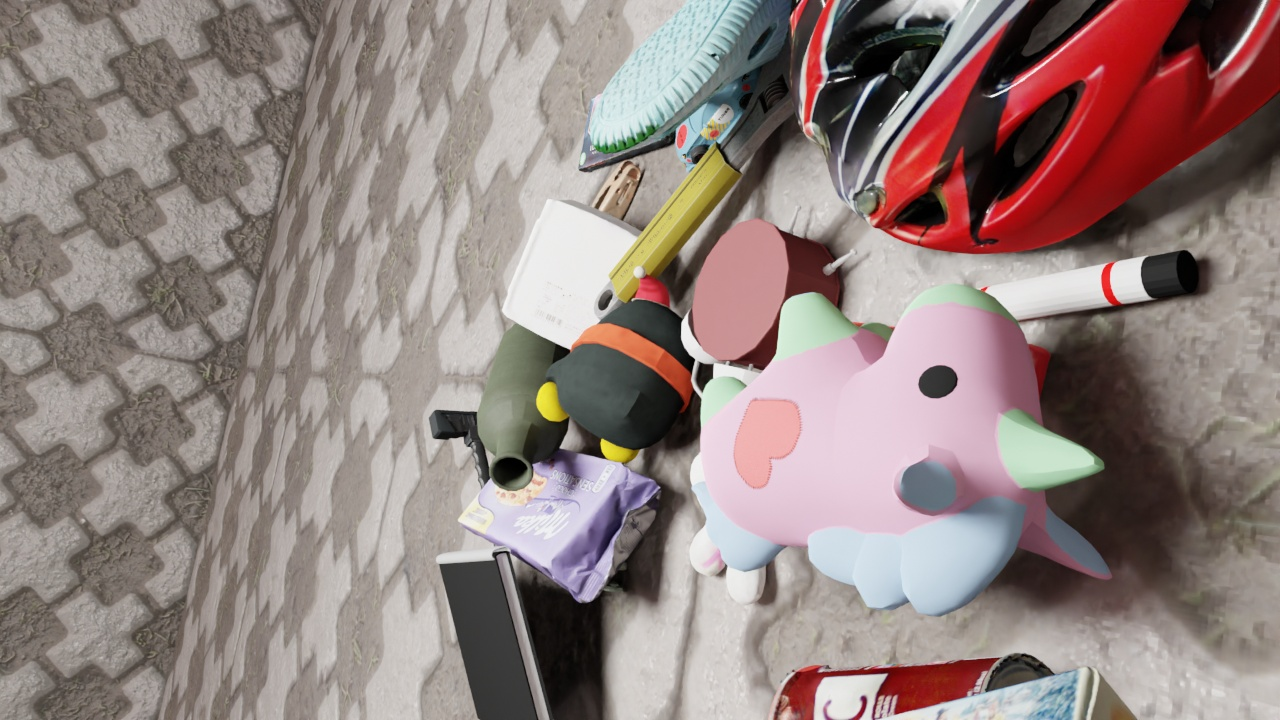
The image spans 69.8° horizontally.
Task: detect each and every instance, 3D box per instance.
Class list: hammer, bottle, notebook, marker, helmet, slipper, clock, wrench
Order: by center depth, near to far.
[{"bbox_3d":[0.165,-0.167,0.423,0.273,0.167,0.217,138,140,-59],"label":"helmet"},{"bbox_3d":[0.187,-0.030,0.441,0.146,0.019,0.019,-10,69,56],"label":"marker"},{"bbox_3d":[0.074,-0.030,0.590,0.138,0.048,0.096,-62,34,21],"label":"clock"},{"bbox_3d":[0.060,-0.229,0.637,0.116,0.069,0.275,-12,42,48],"label":"slipper"},{"bbox_3d":[0.050,-0.132,0.659,0.274,0.018,0.083,-49,38,22],"label":"wrench"},{"bbox_3d":[-0.092,0.035,0.737,0.072,0.071,0.206,-61,12,22],"label":"bottle"},{"bbox_3d":[-0.120,0.226,0.737,0.207,0.016,0.149,-28,76,64],"label":"notebook"},{"bbox_3d":[-0.108,0.185,0.789,0.015,0.094,0.324,-46,51,39],"label":"hammer"}]

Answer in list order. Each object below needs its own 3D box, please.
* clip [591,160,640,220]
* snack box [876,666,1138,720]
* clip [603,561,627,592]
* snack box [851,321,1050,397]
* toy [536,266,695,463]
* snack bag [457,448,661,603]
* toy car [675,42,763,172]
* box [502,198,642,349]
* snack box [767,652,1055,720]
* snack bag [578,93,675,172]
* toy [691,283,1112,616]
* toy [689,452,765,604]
[{"bbox_3d":[-0.020,-0.146,0.809,0.047,0.025,0.062,5,75,54],"label":"clip"},{"bbox_3d":[0.139,0.191,0.326,0.145,0.144,0.042,-38,3,43],"label":"snack box"},{"bbox_3d":[-0.036,0.160,0.712,0.076,0.023,0.047,5,83,60],"label":"clip"},{"bbox_3d":[0.143,0.028,0.484,0.133,0.021,0.089,13,90,58],"label":"snack box"},{"bbox_3d":[-0.004,0.004,0.663,0.119,0.097,0.100,-60,15,-20],"label":"toy"},{"bbox_3d":[-0.063,0.121,0.712,0.096,0.058,0.206,-51,26,-18],"label":"snack bag"},{"bbox_3d":[0.054,-0.197,0.708,0.108,0.027,0.060,-45,43,39],"label":"toy car"},{"bbox_3d":[-0.044,-0.076,0.778,0.130,0.103,0.110,-48,-17,-77],"label":"box"},{"bbox_3d":[0.123,0.171,0.411,0.122,0.072,0.072,-28,55,50],"label":"snack box"},{"bbox_3d":[-0.011,-0.217,0.829,0.155,0.018,0.074,1,79,59],"label":"snack bag"},{"bbox_3d":[0.097,0.052,0.432,0.223,0.120,0.170,-47,34,38],"label":"toy"},{"bbox_3d":[0.060,0.083,0.572,0.076,0.037,0.125,17,106,54],"label":"toy"}]
